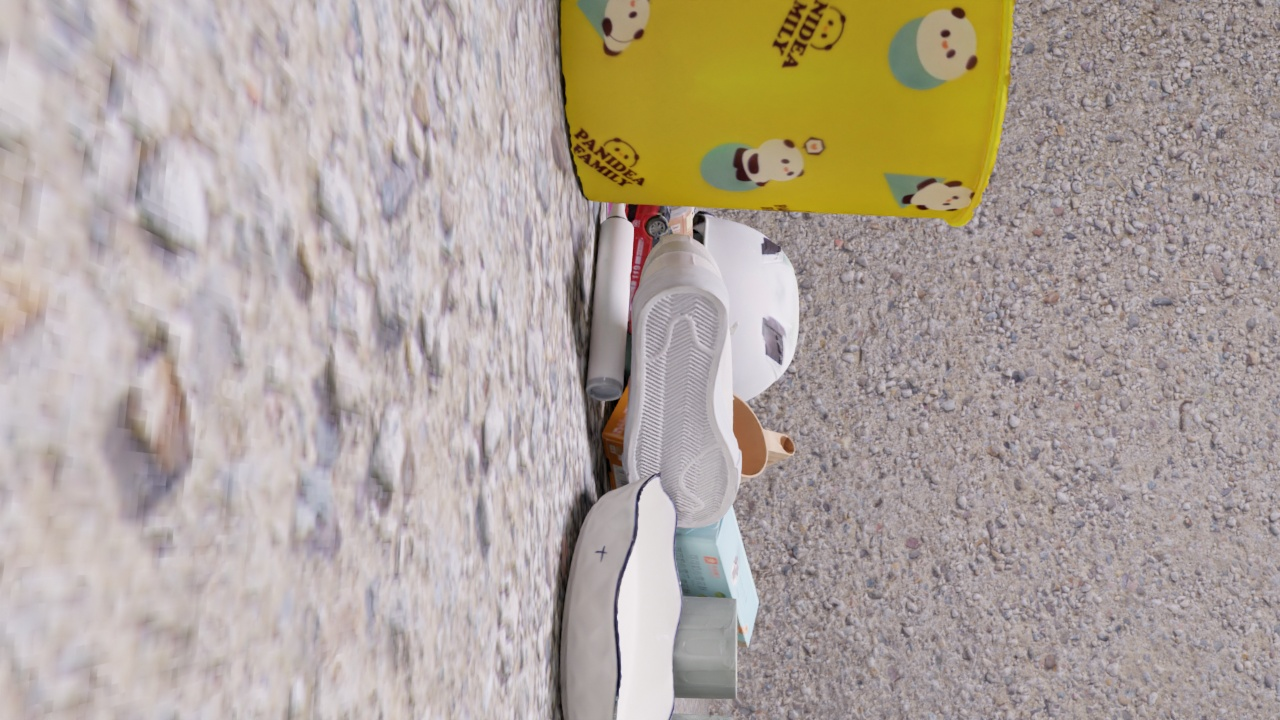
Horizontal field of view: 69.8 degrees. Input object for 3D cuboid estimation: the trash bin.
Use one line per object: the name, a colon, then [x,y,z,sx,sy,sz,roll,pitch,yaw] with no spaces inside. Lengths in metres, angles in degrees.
trash bin: [0.089,-0.203,0.618,0.229,0.255,0.229,1,89,-83]

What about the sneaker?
sneaker: [0.027,0.019,0.670,0.090,0.089,0.243,-94,180,-51]

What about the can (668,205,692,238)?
can: [0.023,-0.103,0.907,0.058,0.058,0.116,-80,168,-56]

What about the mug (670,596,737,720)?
mug: [0.026,0.246,0.735,0.123,0.103,0.084,-83,170,-51]

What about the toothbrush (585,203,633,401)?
toothbrush: [-0.019,-0.075,0.680,0.027,0.026,0.220,-40,-140,53]

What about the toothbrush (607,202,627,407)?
toothbrush: [-0.019,-0.053,0.743,0.018,0.014,0.189,-113,-159,-82]

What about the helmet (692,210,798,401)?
helmet: [0.107,-0.051,1.048,0.259,0.146,0.228,124,-32,-72]

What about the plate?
plate: [-0.009,0.180,0.620,0.204,0.045,0.205,0,89,-78]

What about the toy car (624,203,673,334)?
toy car: [0.001,-0.080,0.774,0.053,0.045,0.120,25,70,-80]

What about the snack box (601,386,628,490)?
snack box: [0.011,0.033,0.768,0.075,0.026,0.153,84,26,-46]

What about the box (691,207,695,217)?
box: [0.024,-0.216,0.948,0.087,0.076,0.163,-159,-116,-75]

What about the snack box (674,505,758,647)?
snack box: [0.051,0.183,0.799,0.175,0.074,0.051,71,30,-43]

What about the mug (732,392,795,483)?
mug: [0.063,0.088,0.839,0.124,0.104,0.084,15,53,-41]

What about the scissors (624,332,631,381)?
scissors: [-0.005,0.005,0.842,0.181,0.019,0.170,-71,161,-68]
